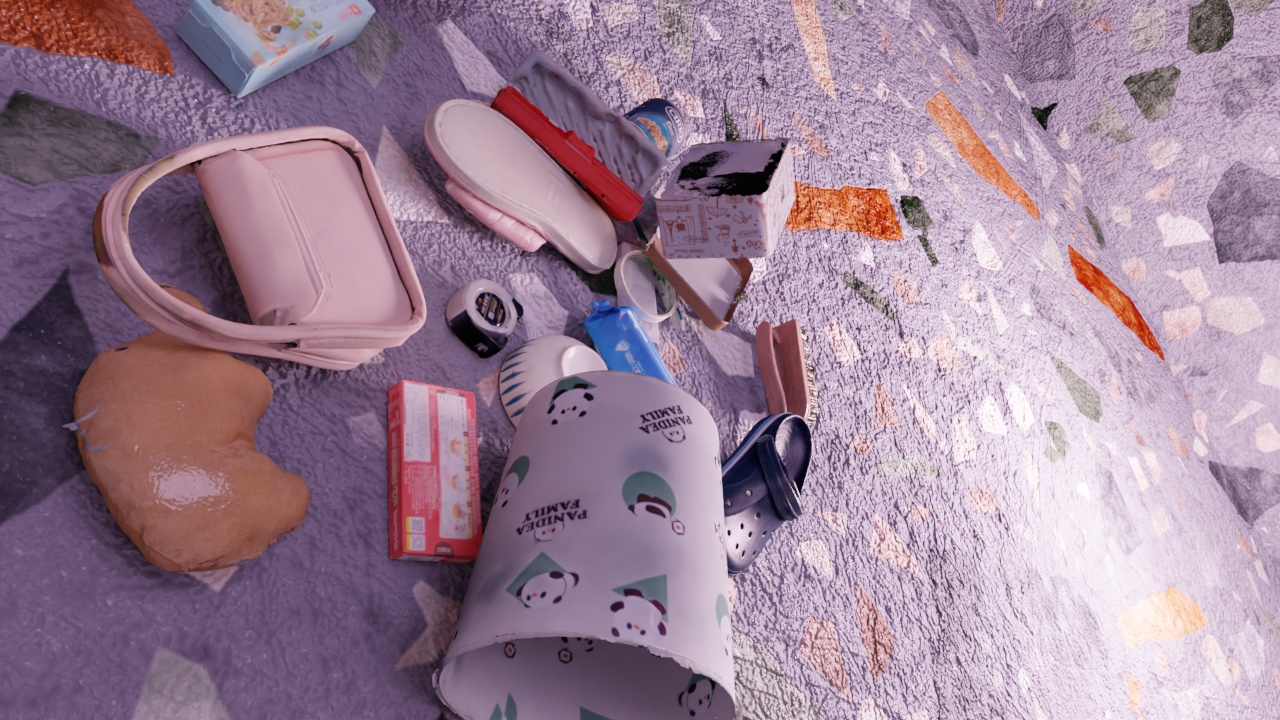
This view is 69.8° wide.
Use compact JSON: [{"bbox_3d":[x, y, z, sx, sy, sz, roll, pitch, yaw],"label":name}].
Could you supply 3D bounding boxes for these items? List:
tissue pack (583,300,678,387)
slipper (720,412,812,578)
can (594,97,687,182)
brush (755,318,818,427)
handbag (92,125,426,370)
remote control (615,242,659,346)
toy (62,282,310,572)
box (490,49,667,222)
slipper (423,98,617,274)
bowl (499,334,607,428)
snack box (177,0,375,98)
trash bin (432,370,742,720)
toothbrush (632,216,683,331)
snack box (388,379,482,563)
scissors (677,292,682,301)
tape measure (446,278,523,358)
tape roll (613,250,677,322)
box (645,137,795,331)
[{"bbox_3d":[-0.006,0.006,0.962,0.157,0.052,0.095,59,6,1],"label":"tissue pack"},{"bbox_3d":[0.138,0.145,0.998,0.252,0.095,0.105,-44,114,-46],"label":"slipper"},{"bbox_3d":[0.000,-0.270,1.128,0.075,0.076,0.110,52,43,-8],"label":"can"},{"bbox_3d":[0.180,0.022,1.149,0.073,0.063,0.145,20,57,-41],"label":"brush"},{"bbox_3d":[-0.288,-0.083,0.693,0.233,0.094,0.193,-16,80,-61],"label":"handbag"},{"bbox_3d":[-0.003,-0.078,1.055,0.049,0.024,0.124,18,57,-36],"label":"remote control"},{"bbox_3d":[-0.322,0.038,0.643,0.143,0.083,0.226,-5,68,-61],"label":"toy"},{"bbox_3d":[-0.063,-0.254,1.026,0.201,0.095,0.101,38,87,-15],"label":"box"},{"bbox_3d":[-0.125,-0.173,0.965,0.274,0.055,0.114,32,51,-44],"label":"slipper"},{"bbox_3d":[-0.072,0.025,0.898,0.116,0.066,0.116,23,53,-34],"label":"bowl"},{"bbox_3d":[-0.331,-0.314,0.847,0.074,0.052,0.174,48,43,-12],"label":"snack box"},{"bbox_3d":[-0.028,0.161,0.757,0.229,0.230,0.251,33,43,-27],"label":"trash bin"},{"bbox_3d":[0.016,-0.123,1.106,0.018,0.016,0.191,-7,72,-57],"label":"toothbrush"},{"bbox_3d":[-0.176,0.095,0.787,0.075,0.026,0.152,14,59,-40],"label":"snack box"},{"bbox_3d":[0.088,-0.142,1.186,0.225,0.015,0.189,-19,82,-48],"label":"scissors"},{"bbox_3d":[-0.152,-0.045,0.885,0.066,0.034,0.065,45,42,-19],"label":"tape measure"},{"bbox_3d":[0.007,-0.084,1.038,0.085,0.014,0.085,23,52,-34],"label":"tape roll"},{"bbox_3d":[0.099,-0.142,1.089,0.182,0.154,0.185,-60,144,-51],"label":"box"}]
